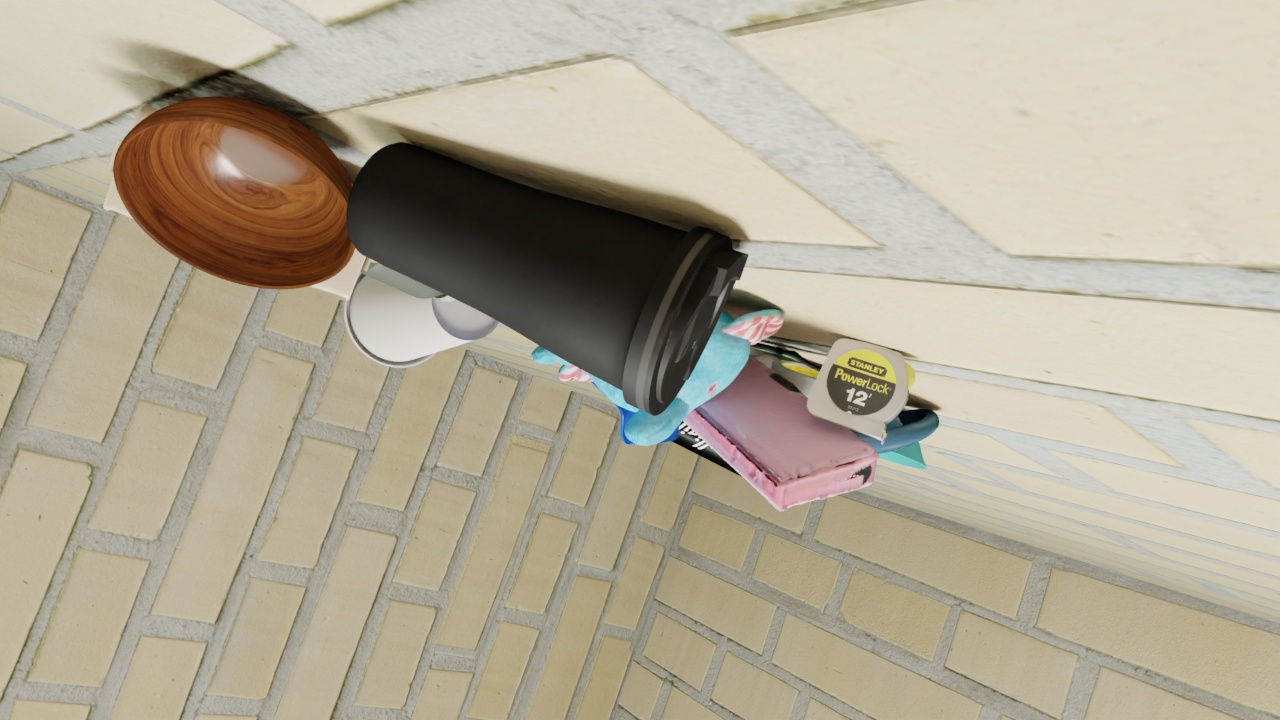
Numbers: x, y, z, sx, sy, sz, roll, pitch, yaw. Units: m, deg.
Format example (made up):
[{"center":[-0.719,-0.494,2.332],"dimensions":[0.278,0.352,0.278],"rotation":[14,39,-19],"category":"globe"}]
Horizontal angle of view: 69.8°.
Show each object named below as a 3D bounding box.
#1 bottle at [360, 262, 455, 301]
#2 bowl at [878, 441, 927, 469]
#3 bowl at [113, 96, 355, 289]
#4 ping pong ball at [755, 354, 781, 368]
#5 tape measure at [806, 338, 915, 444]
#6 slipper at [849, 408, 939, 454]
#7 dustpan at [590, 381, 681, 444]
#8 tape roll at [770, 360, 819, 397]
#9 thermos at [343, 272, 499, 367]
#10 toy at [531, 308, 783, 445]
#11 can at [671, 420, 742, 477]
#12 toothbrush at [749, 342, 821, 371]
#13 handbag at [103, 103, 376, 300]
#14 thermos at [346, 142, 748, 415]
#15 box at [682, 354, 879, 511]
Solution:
[{"center":[-0.215,-0.093,0.865],"dimensions":[0.060,0.060,0.108],"rotation":[15,173,39],"category":"bottle"},{"center":[0.239,0.069,0.937],"dimensions":[0.121,0.046,0.121],"rotation":[19,175,2],"category":"bowl"},{"center":[-0.252,-0.120,0.599],"dimensions":[0.147,0.068,0.147],"rotation":[3,143,2],"category":"bowl"},{"center":[0.118,0.014,0.856],"dimensions":[0.040,0.040,0.040],"rotation":[19,175,2],"category":"ping pong ball"},{"center":[0.158,0.021,0.653],"dimensions":[0.064,0.065,0.016],"rotation":[20,175,23],"category":"tape measure"},{"center":[0.165,0.054,0.829],"dimensions":[0.213,0.059,0.104],"rotation":[-3,-173,-4],"category":"slipper"},{"center":[-0.005,0.005,0.909],"dimensions":[0.257,0.060,0.245],"rotation":[2,-151,-44],"category":"dustpan"},{"center":[0.156,0.021,0.778],"dimensions":[0.094,0.019,0.094],"rotation":[13,-171,-2],"category":"tape roll"},{"center":[-0.241,-0.059,1.031],"dimensions":[0.131,0.131,0.222],"rotation":[23,166,-33],"category":"thermos"},{"center":[0.005,0.001,0.649],"dimensions":[0.184,0.115,0.180],"rotation":[-12,178,25],"category":"toy"},{"center":[0.096,0.077,1.026],"dimensions":[0.146,0.080,0.080],"rotation":[26,177,16],"category":"can"},{"center":[0.116,-0.010,0.794],"dimensions":[0.188,0.017,0.014],"rotation":[19,172,42],"category":"toothbrush"},{"center":[-0.301,-0.128,0.738],"dimensions":[0.194,0.101,0.198],"rotation":[22,-174,-19],"category":"handbag"},{"center":[-0.057,-0.055,0.525],"dimensions":[0.219,0.106,0.106],"rotation":[23,176,14],"category":"thermos"},{"center":[0.079,0.036,0.722],"dimensions":[0.098,0.041,0.233],"rotation":[-8,-152,-24],"category":"box"}]
